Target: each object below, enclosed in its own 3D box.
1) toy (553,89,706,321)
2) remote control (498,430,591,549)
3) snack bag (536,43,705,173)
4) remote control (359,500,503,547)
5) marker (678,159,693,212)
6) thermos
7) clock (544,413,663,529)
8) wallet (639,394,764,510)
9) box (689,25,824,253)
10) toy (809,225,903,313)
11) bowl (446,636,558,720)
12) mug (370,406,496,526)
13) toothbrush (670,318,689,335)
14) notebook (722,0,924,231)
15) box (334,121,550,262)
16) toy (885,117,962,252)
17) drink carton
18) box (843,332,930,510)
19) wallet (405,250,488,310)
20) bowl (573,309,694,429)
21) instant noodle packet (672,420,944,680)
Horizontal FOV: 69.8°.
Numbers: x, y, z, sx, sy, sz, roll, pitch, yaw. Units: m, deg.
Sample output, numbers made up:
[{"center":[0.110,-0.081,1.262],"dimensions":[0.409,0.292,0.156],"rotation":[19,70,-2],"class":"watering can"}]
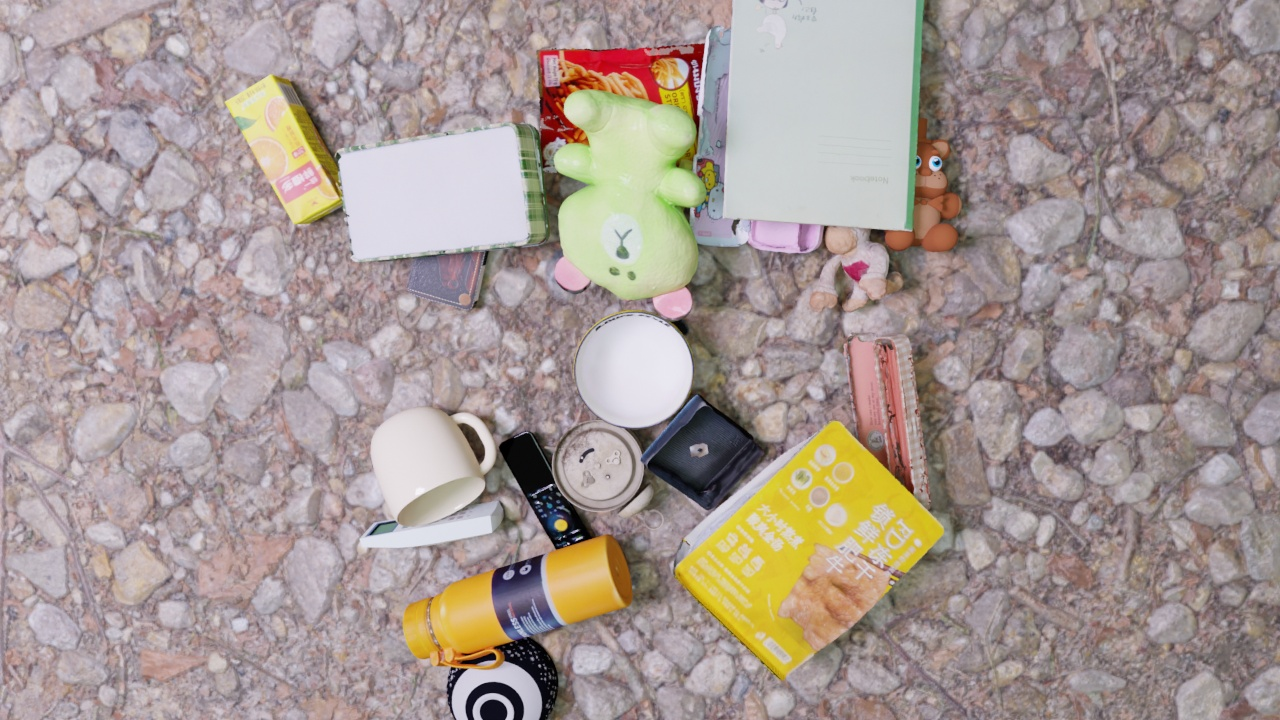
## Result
[{"center":[-0.009,-0.147,0.842],"dimensions":[0.150,0.107,0.197],"rotation":[13,127,7],"class":"toy"},{"center":[-0.096,0.144,0.963],"dimensions":[0.041,0.020,0.152],"rotation":[-26,98,10],"class":"remote control"},{"center":[0.003,-0.242,0.894],"dimensions":[0.208,0.066,0.139],"rotation":[-1,93,-8],"class":"snack bag"},{"center":[-0.213,0.176,0.956],"dimensions":[0.143,0.049,0.024],"rotation":[-11,99,3],"class":"remote control"},{"center":[0.031,-0.136,0.901],"dimensions":[0.021,0.017,0.124],"rotation":[-7,126,-40],"class":"marker"},{"center":[-0.128,0.253,0.941],"dimensions":[0.233,0.091,0.076],"rotation":[-19,127,9],"class":"thermos"},{"center":[-0.027,0.118,0.940],"dimensions":[0.093,0.054,0.141],"rotation":[-43,88,9],"class":"clock"},{"center":[0.062,0.092,0.923],"dimensions":[0.089,0.026,0.115],"rotation":[-47,130,5],"class":"wallet"},{"center":[0.117,-0.207,0.881],"dimensions":[0.146,0.077,0.201],"rotation":[5,99,-3],"class":"box"},{"center":[0.210,-0.102,0.887],"dimensions":[0.074,0.085,0.106],"rotation":[1,81,-32],"class":"toy"},{"center":[-0.150,0.357,0.974],"dimensions":[0.120,0.066,0.120],"rotation":[0,99,2],"class":"bowl"},{"center":[-0.208,0.094,0.919],"dimensions":[0.120,0.096,0.099],"rotation":[-27,68,-8],"class":"mug"},{"center":[-0.007,-0.089,0.929],"dimensions":[0.013,0.013,0.167],"rotation":[-41,93,7],"class":"toothbrush"},{"center":[0.169,-0.250,0.839],"dimensions":[0.182,0.010,0.252],"rotation":[3,91,-7],"class":"notebook"},{"center":[-0.189,-0.157,0.874],"dimensions":[0.206,0.051,0.118],"rotation":[-4,100,22],"class":"box"},{"center":[0.268,-0.169,0.883],"dimensions":[0.095,0.065,0.128],"rotation":[1,94,-7],"class":"toy"},{"center":[-0.344,-0.205,0.906],"dimensions":[0.058,0.043,0.134],"rotation":[-27,96,9],"class":"drink carton"},{"center":[0.247,0.062,0.923],"dimensions":[0.041,0.083,0.187],"rotation":[-13,97,-27],"class":"box"},{"center":[-0.188,-0.118,0.925],"dimensions":[0.072,0.019,0.123],"rotation":[16,99,0],"class":"wallet"},{"center":[-0.005,0.005,0.914],"dimensions":[0.117,0.067,0.117],"rotation":[0,99,2],"class":"bowl"},{"center":[0.167,0.183,0.917],"dimensions":[0.163,0.084,0.222],"rotation":[45,105,-3],"class":"instant noodle packet"}]
